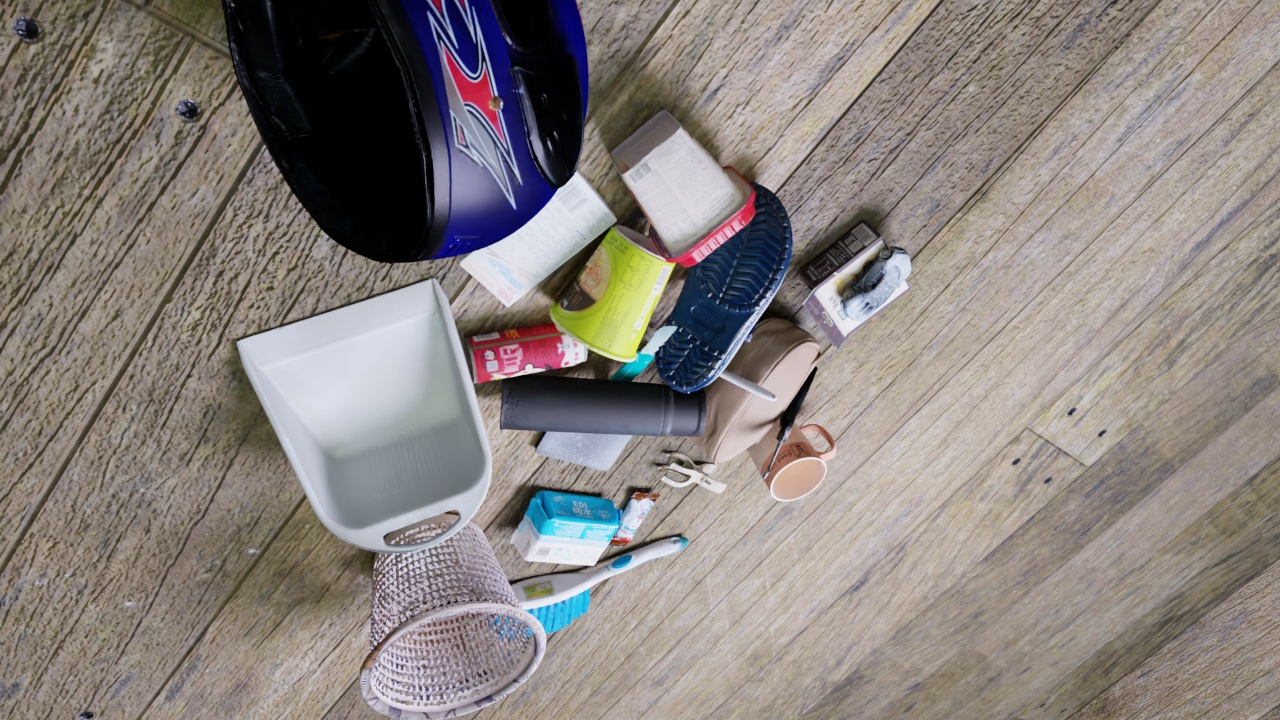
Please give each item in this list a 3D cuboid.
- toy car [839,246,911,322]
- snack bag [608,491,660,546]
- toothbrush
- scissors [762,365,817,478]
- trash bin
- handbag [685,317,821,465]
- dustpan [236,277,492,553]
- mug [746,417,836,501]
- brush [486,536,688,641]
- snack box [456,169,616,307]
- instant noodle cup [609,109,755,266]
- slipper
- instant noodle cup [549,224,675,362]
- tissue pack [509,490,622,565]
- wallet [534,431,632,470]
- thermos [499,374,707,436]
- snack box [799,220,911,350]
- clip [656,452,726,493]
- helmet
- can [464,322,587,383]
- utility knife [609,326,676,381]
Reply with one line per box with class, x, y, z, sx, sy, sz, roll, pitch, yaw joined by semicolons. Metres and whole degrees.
toy car;0.291;-0.092;1.122;0.049;0.031;0.106;30;105;-42
snack bag;-0.012;0.228;1.327;0.045;0.026;0.105;13;120;-28
toothbrush;0.084;0.004;1.102;0.016;0.180;0.016;-37;150;-56
scissors;0.191;0.072;1.181;0.022;0.234;0.139;25;104;8
trash bin;-0.254;0.314;1.176;0.227;0.192;0.228;-13;132;-15
handbag;0.141;0.032;1.179;0.147;0.100;0.205;-6;135;-55
dustpan;-0.278;0.080;1.006;0.222;0.142;0.258;-19;134;-8
mug;0.212;0.125;1.283;0.114;0.105;0.082;-22;134;-6
brush;-0.076;0.337;1.376;0.314;0.060;0.110;-8;127;-21
snack box;-0.110;-0.133;0.977;0.157;0.027;0.084;-37;134;9
instant noodle cup;0.039;-0.182;0.951;0.117;0.116;0.124;-37;122;8
slipper;0.103;-0.077;1.060;0.253;0.105;0.095;-65;166;15
instant noodle cup;-0.025;-0.080;1.014;0.111;0.111;0.123;19;109;-35
tissue pack;-0.101;0.228;1.262;0.140;0.063;0.090;11;124;-30
wallet;-0.067;0.094;1.196;0.120;0.019;0.097;18;117;-33
thermos;-0.047;0.061;1.105;0.242;0.068;0.090;5;154;-8
snack box;0.266;-0.093;1.159;0.126;0.053;0.113;-37;133;9
clip;0.073;0.158;1.297;0.100;0.074;0.035;15;119;-28
helmet;-0.160;-0.240;0.714;0.239;0.247;0.316;-49;153;-37
can;-0.131;-0.011;1.052;0.132;0.053;0.053;-11;131;-16
utility knife;-0.006;0.006;1.088;0.029;0.013;0.220;12;152;-19
